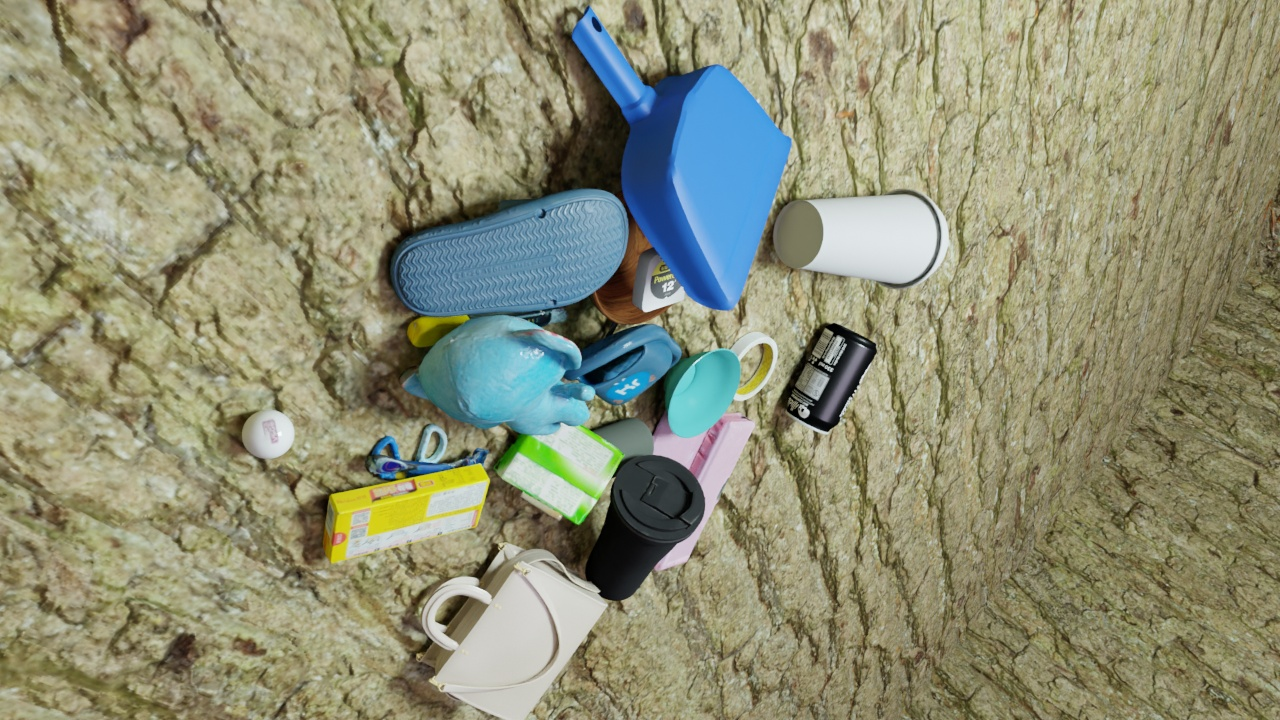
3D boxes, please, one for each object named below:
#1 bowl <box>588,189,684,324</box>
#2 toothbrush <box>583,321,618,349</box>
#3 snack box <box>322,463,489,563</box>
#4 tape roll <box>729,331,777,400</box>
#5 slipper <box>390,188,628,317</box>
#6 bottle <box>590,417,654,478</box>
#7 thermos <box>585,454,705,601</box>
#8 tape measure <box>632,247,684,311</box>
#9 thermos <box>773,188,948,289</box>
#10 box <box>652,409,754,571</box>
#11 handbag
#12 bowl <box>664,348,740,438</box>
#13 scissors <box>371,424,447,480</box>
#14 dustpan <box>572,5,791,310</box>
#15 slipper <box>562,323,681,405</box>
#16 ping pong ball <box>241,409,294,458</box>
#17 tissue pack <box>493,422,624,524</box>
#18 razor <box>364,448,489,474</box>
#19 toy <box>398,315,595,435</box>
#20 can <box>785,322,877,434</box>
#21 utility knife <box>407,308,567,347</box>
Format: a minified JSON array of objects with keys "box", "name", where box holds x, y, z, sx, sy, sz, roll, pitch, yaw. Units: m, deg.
[{"box":[-0.010,-0.116,0.914,0.147,0.069,0.147,-26,134,-31],"name":"bowl"},{"box":[-0.011,-0.067,1.000,0.188,0.017,0.014,-54,146,-7],"name":"toothbrush"},{"box":[-0.224,0.146,0.883,0.152,0.025,0.075,-9,137,-34],"name":"snack box"},{"box":[0.142,0.008,1.210,0.093,0.019,0.094,-27,134,-32],"name":"tape roll"},{"box":[-0.112,-0.092,0.809,0.213,0.059,0.104,-15,118,-12],"name":"slipper"},{"box":[-0.040,0.106,1.054,0.108,0.060,0.060,-17,128,-39],"name":"bottle"},{"box":[-0.005,0.206,1.079,0.105,0.106,0.219,-25,155,-34],"name":"thermos"},{"box":[0.023,-0.082,0.902,0.064,0.017,0.065,-20,130,-36],"name":"tape measure"},{"box":[0.275,-0.155,1.158,0.221,0.131,0.132,-4,119,-37],"name":"thermos"},{"box":[0.054,0.172,1.214,0.180,0.051,0.233,9,110,-49],"name":"box"},{"box":[-0.165,0.299,1.048,0.194,0.101,0.198,-53,130,-3],"name":"handbag"},{"box":[0.064,0.030,1.119,0.120,0.046,0.121,-27,134,-32],"name":"bowl"},{"box":[-0.221,0.117,0.909,0.096,0.020,0.133,-27,133,-27],"name":"scissors"},{"box":[0.033,-0.216,0.840,0.257,0.060,0.244,49,48,-36],"name":"dustpan"},{"box":[-0.006,0.006,0.966,0.104,0.059,0.213,-31,168,16],"name":"slipper"},{"box":[-0.305,0.060,0.751,0.040,0.040,0.040,-27,134,-32],"name":"ping pong ball"},{"box":[-0.086,0.111,0.981,0.114,0.034,0.099,34,91,-10],"name":"tissue pack"},{"box":[-0.205,0.105,0.890,0.140,0.018,0.044,11,108,-51],"name":"razor"},{"box":[-0.115,0.014,0.848,0.184,0.114,0.180,-18,151,26],"name":"toy"},{"box":[0.271,0.025,1.311,0.080,0.080,0.146,14,106,-51],"name":"can"},{"box":[-0.138,-0.036,0.878,0.186,0.020,0.029,-9,144,-45],"name":"utility knife"}]
